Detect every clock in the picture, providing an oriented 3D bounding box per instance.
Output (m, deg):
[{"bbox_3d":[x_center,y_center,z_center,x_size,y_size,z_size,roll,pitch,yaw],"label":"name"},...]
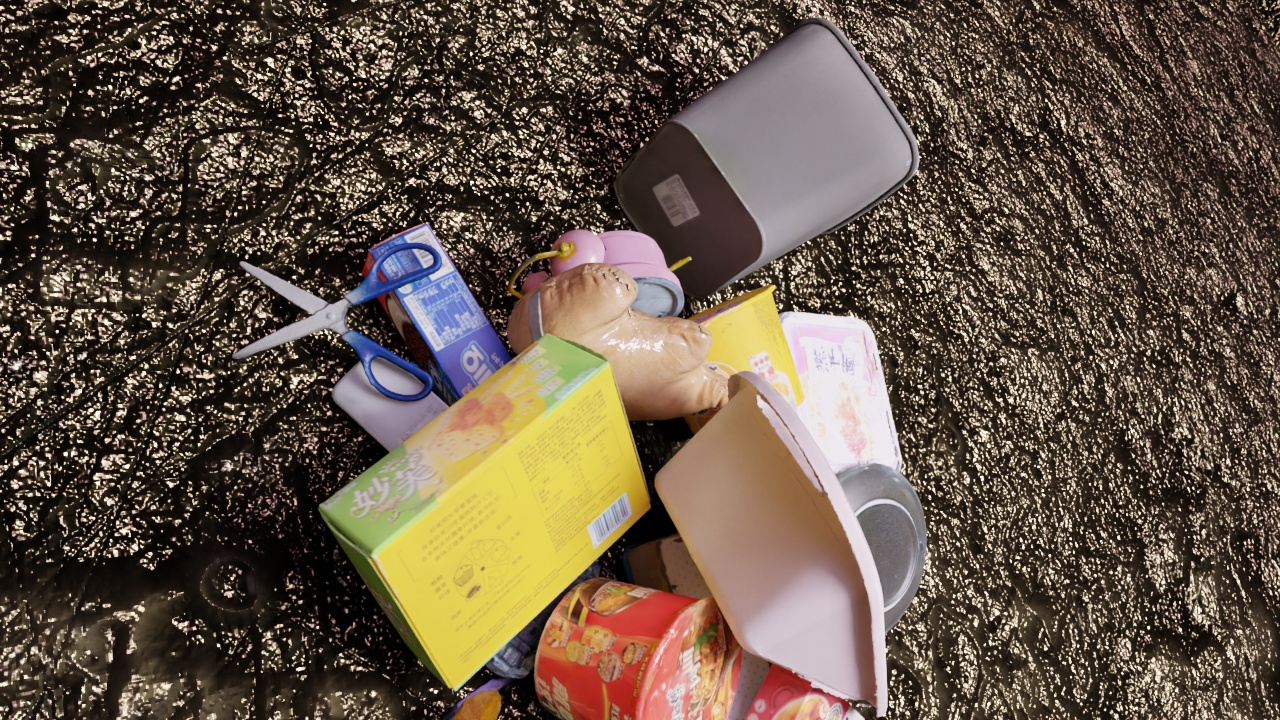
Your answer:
[{"bbox_3d":[-0.040,-0.064,0.804,0.158,0.117,0.059,3,59,-35],"label":"clock"}]

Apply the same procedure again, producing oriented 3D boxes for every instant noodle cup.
[{"bbox_3d":[-0.005,0.231,0.682,0.137,0.109,0.138,-19,113,-51],"label":"instant noodle cup"},{"bbox_3d":[0.080,0.007,0.847,0.137,0.138,0.110,-28,96,-38],"label":"instant noodle cup"},{"bbox_3d":[0.186,0.043,0.940,0.137,0.061,0.173,3,68,-32],"label":"instant noodle cup"}]

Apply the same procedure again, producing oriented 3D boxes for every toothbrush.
[{"bbox_3d":[-0.077,0.230,0.724,0.188,0.017,0.014,-27,75,-35],"label":"toothbrush"}]

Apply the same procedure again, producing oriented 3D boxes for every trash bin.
[{"bbox_3d":[0.114,-0.191,0.917,0.219,0.200,0.198,-35,90,-31],"label":"trash bin"}]

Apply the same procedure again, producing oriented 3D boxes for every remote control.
[{"bbox_3d":[-0.171,0.050,0.698,0.136,0.020,0.055,40,74,9],"label":"remote control"}]

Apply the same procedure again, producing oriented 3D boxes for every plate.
[{"bbox_3d":[0.222,0.189,0.887,0.179,0.024,0.179,-1,92,-32],"label":"plate"}]

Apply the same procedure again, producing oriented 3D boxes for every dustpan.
[{"bbox_3d":[0.130,0.132,0.704,0.273,0.139,0.222,30,21,-49],"label":"dustpan"}]

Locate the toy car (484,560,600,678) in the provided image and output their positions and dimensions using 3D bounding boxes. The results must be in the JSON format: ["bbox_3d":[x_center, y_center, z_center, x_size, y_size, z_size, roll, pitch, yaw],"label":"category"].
[{"bbox_3d":[-0.080,0.191,0.716,0.054,0.037,0.120,39,53,2],"label":"toy car"}]

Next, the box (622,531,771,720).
[{"bbox_3d":[0.050,0.222,0.780,0.089,0.059,0.184,-5,72,-36],"label":"box"}]

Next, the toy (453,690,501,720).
[{"bbox_3d":[-0.064,0.356,0.629,0.246,0.090,0.226,45,39,-14],"label":"toy"}]

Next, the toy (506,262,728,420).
[{"bbox_3d":[-0.004,0.004,0.756,0.226,0.144,0.082,33,53,-31],"label":"toy"}]

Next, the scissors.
[{"bbox_3d":[-0.218,-0.033,0.690,0.176,0.012,0.162,44,82,0],"label":"scissors"}]

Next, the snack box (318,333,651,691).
[{"bbox_3d":[-0.098,0.104,0.653,0.209,0.070,0.158,-39,134,-27],"label":"snack box"}]

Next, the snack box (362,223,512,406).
[{"bbox_3d":[-0.145,-0.005,0.740,0.057,0.058,0.207,-32,89,-27],"label":"snack box"}]

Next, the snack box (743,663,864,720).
[{"bbox_3d":[0.119,0.321,0.740,0.127,0.044,0.113,-58,134,-17],"label":"snack box"}]
